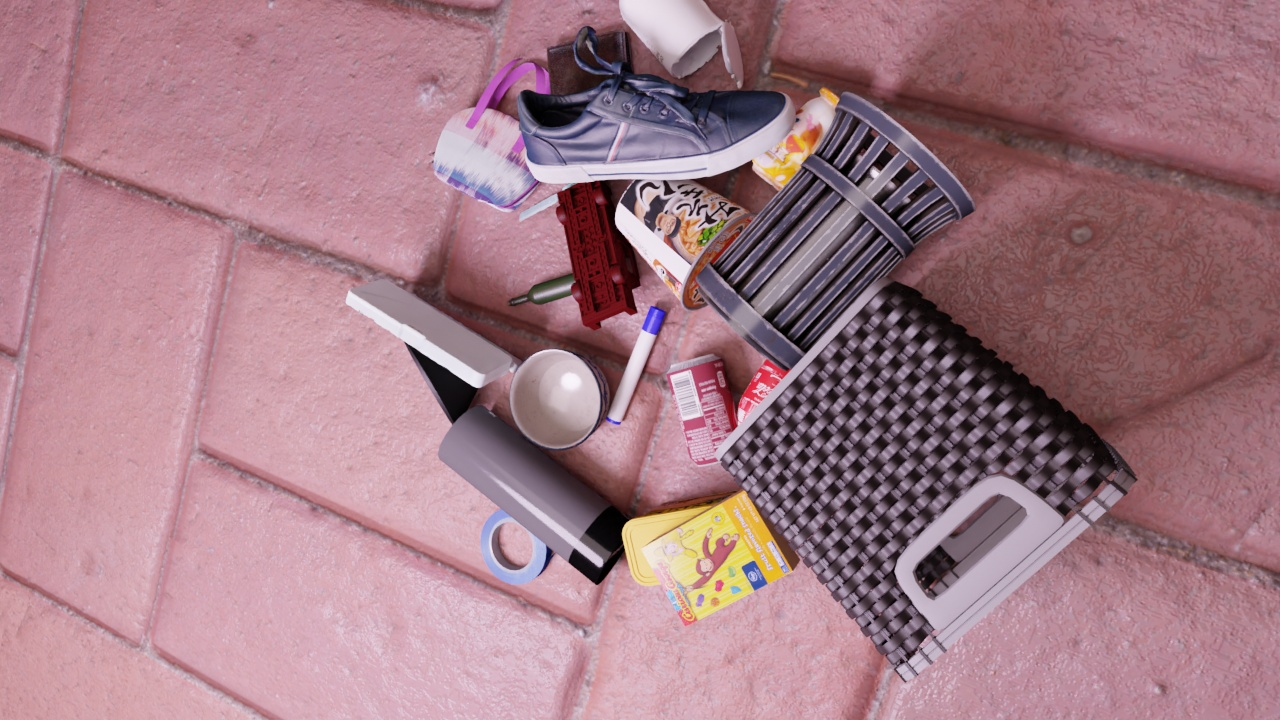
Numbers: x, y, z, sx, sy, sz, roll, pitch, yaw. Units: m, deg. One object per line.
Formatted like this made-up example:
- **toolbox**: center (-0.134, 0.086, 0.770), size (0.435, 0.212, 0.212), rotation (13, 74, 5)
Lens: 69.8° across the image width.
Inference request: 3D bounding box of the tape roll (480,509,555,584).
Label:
- **tape roll**: center (-0.152, 0.225, 1.123), size (0.093, 0.016, 0.091), rotation (46, 108, 11)

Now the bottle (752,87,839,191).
- **bottle**: center (0.166, -0.227, 0.945), size (0.063, 0.063, 0.109), rotation (43, 107, 12)

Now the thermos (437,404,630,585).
- **thermos**: center (-0.119, 0.154, 1.070), size (0.240, 0.082, 0.082), rotation (36, 105, 14)

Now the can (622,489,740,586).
- **can**: center (0.062, 0.189, 0.995), size (0.131, 0.101, 0.072), rotation (-13, 89, 21)

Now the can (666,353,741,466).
- **can**: center (0.072, 0.054, 1.001), size (0.063, 0.063, 0.114), rotation (-16, 88, 21)

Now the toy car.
- **toy car**: center (-0.044, -0.118, 1.028), size (0.070, 0.062, 0.169), rotation (-21, 66, 20)

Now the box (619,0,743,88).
- **box**: center (0.055, -0.345, 0.970), size (0.092, 0.081, 0.161), rotation (-37, 83, 7)

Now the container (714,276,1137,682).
- **container**: center (0.251, 0.089, 0.846), size (0.243, 0.245, 0.248), rotation (46, 107, 15)

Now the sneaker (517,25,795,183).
- **sneaker**: center (0.007, -0.263, 0.934), size (0.295, 0.120, 0.127), rotation (-1, 138, 17)

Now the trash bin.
- **trash bin**: center (0.176, -0.113, 0.884), size (0.164, 0.164, 0.228), rotation (45, 102, 12)

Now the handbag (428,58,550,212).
- **handbag**: center (-0.161, -0.269, 1.069), size (0.144, 0.068, 0.170), rotation (30, 97, 15)

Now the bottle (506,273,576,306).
- **bottle**: center (-0.110, -0.080, 1.079), size (0.106, 0.025, 0.025), rotation (-15, 89, 21)

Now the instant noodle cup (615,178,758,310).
- **instant noodle cup**: center (0.045, -0.138, 0.975), size (0.122, 0.123, 0.124), rotation (42, 107, 22)

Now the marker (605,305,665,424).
- **marker**: center (-0.006, 0.006, 1.051), size (0.020, 0.020, 0.142), rotation (26, 103, 17)

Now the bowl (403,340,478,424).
- **bowl**: center (-0.230, 0.017, 1.103), size (0.052, 0.124, 0.124), rotation (-31, 82, -14)

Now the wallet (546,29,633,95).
- **wallet**: center (-0.054, -0.305, 1.040), size (0.099, 0.031, 0.120), rotation (-8, 89, 18)

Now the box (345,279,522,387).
- **box**: center (-0.228, -0.037, 1.066), size (0.197, 0.135, 0.043), rotation (32, 107, 15)

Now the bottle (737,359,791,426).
- **bottle**: center (0.137, 0.030, 0.970), size (0.042, 0.042, 0.141), rotation (30, 85, 16)

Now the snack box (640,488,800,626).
- **snack box**: center (0.079, 0.193, 0.912), size (0.126, 0.040, 0.088), rotation (-33, 83, 19)

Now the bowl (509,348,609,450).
- **bowl**: center (-0.087, 0.042, 1.061), size (0.116, 0.059, 0.115), rotation (2, 95, 20)

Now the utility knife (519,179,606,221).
- **utility knife**: center (-0.073, -0.200, 1.063), size (0.169, 0.015, 0.022), rotation (-24, 73, 23)
